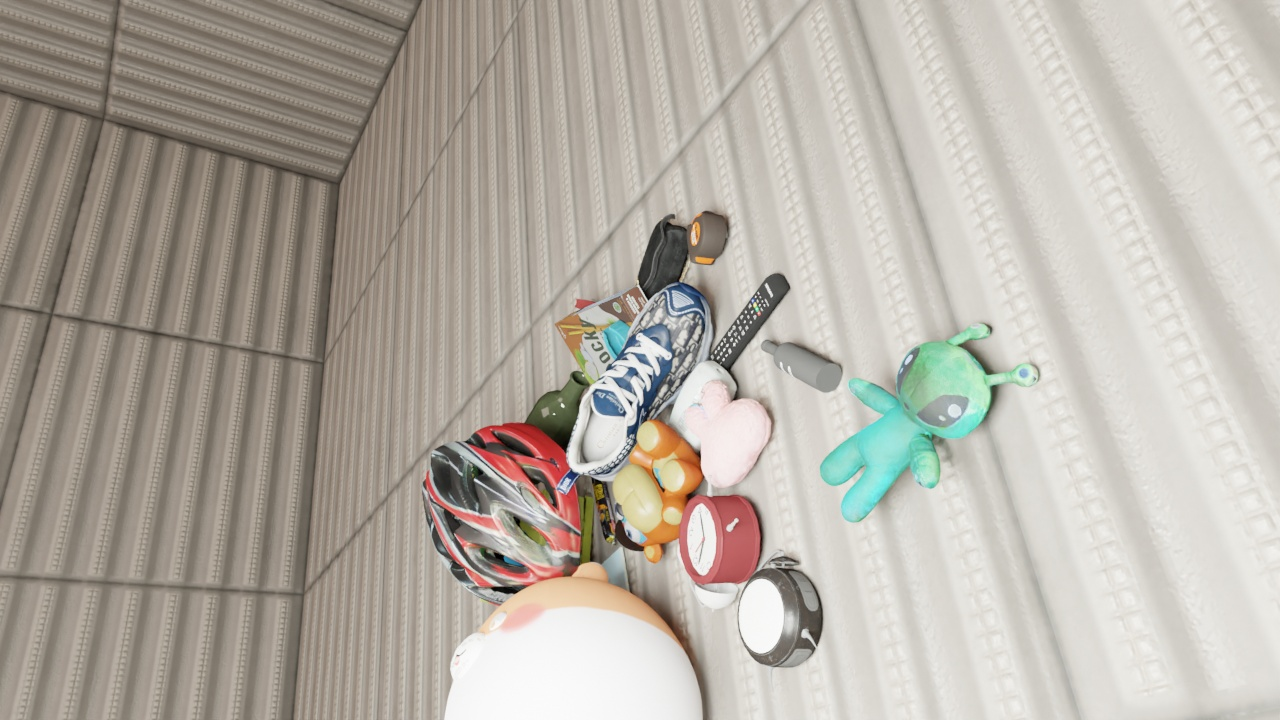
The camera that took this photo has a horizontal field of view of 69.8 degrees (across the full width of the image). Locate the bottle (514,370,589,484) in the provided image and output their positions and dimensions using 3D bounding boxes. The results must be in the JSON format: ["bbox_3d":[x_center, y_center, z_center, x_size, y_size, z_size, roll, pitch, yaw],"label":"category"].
[{"bbox_3d":[-0.132,0.096,1.350,0.207,0.071,0.071,-56,36,34],"label":"bottle"}]

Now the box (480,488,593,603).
[{"bbox_3d":[-0.151,0.273,1.309,0.222,0.080,0.124,-42,40,51],"label":"box"}]

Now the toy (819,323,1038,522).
[{"bbox_3d":[0.225,0.050,0.747,0.194,0.072,0.130,-51,39,25],"label":"toy"}]

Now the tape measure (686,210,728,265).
[{"bbox_3d":[0.083,-0.150,1.102,0.059,0.038,0.058,120,149,-54],"label":"tape measure"}]

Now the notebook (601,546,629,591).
[{"bbox_3d":[-0.049,0.389,1.154,0.182,0.009,0.253,-49,40,41],"label":"notebook"}]

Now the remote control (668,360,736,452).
[{"bbox_3d":[0.068,0.056,1.041,0.060,0.028,0.115,47,128,34],"label":"remote control"}]

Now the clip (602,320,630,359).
[{"bbox_3d":[0.000,0.003,1.132,0.120,0.027,0.103,56,142,-1],"label":"clip"}]

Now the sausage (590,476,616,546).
[{"bbox_3d":[-0.052,0.181,1.228,0.020,0.020,0.155,-54,37,37],"label":"sausage"}]

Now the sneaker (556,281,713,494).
[{"bbox_3d":[-0.012,0.034,1.050,0.103,0.132,0.270,33,105,13],"label":"sneaker"}]

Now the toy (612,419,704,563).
[{"bbox_3d":[0.019,0.154,1.042,0.112,0.096,0.176,56,151,39],"label":"toy"}]

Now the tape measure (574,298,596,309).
[{"bbox_3d":[-0.058,-0.076,1.311,0.051,0.059,0.019,15,93,31],"label":"tape measure"}]

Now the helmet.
[{"bbox_3d":[-0.172,0.195,1.152,0.272,0.166,0.218,39,117,46],"label":"helmet"}]

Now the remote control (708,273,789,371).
[{"bbox_3d":[0.117,-0.034,1.016,0.147,0.015,0.033,-56,36,34],"label":"remote control"}]

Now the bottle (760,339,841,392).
[{"bbox_3d":[0.155,0.000,0.919,0.113,0.030,0.030,35,110,59],"label":"bottle"}]

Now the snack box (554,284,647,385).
[{"bbox_3d":[-0.036,-0.029,1.208,0.186,0.031,0.101,-16,106,58],"label":"snack box"}]

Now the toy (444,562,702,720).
[{"bbox_3d":[-0.075,0.353,0.960,0.263,0.265,0.280,-52,24,21],"label":"toy"}]

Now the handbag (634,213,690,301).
[{"bbox_3d":[0.024,-0.126,1.179,0.079,0.054,0.129,49,124,60],"label":"handbag"}]

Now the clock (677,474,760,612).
[{"bbox_3d":[0.077,0.195,0.956,0.096,0.048,0.138,-121,42,-51],"label":"clock"}]

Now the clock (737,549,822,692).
[{"bbox_3d":[0.126,0.237,0.867,0.091,0.043,0.122,-57,35,33],"label":"clock"}]

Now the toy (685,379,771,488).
[{"bbox_3d":[0.088,0.073,0.972,0.105,0.053,0.109,53,131,32],"label":"toy"}]
